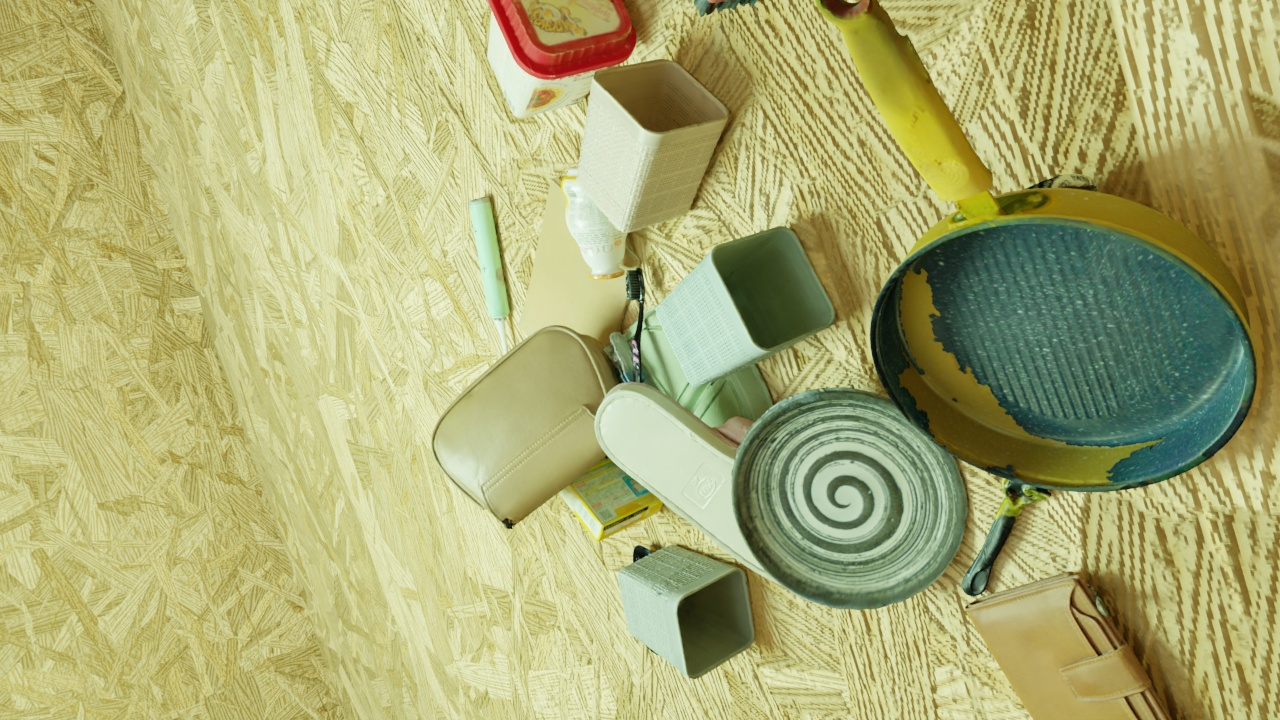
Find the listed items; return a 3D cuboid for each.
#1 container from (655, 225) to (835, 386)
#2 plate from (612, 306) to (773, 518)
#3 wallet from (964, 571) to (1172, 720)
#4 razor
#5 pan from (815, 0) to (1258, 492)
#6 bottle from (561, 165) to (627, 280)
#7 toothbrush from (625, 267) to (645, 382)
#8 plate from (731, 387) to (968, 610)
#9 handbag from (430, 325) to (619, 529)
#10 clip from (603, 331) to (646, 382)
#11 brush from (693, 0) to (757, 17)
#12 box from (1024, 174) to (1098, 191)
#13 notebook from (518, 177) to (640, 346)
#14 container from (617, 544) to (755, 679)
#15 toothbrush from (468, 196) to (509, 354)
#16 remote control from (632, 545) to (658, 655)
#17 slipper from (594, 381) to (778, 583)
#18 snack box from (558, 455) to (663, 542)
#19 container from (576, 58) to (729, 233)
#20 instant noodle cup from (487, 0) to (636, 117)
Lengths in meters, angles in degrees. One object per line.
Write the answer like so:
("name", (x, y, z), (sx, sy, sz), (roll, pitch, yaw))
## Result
("container", (0.079, -0.038, 0.744), (0.112, 0.090, 0.090), (-39, 75, 57))
("plate", (0.044, 0.058, 0.889), (0.230, 0.027, 0.230), (29, 129, 43))
("wallet", (0.299, 0.211, 0.622), (0.130, 0.035, 0.119), (61, 150, 12))
("razor", (0.255, 0.117, 0.641), (0.042, 0.022, 0.143), (10, 129, 2))
("pan", (0.185, -0.055, 0.477), (0.198, 0.078, 0.357), (-9, 124, 42))
("bottle", (-0.039, -0.132, 0.874), (0.063, 0.063, 0.108), (14, 117, 50))
("toothbrush", (-0.005, 0.005, 0.869), (0.014, 0.017, 0.189), (170, 102, -65))
("plate", (0.158, 0.106, 0.711), (0.180, 0.024, 0.179), (5, 104, 20))
("handbag", (-0.105, 0.066, 0.935), (0.205, 0.099, 0.147), (-38, 68, 14))
("clip", (-0.015, -0.002, 0.895), (0.057, 0.024, 0.028), (60, 141, 25))
("brush", (0.048, -0.329, 0.664), (0.145, 0.063, 0.069), (66, 157, 9))
("box", (0.223, -0.040, 0.558), (0.085, 0.075, 0.162), (62, 143, 19))
("notebook", (-0.072, -0.069, 0.995), (0.149, 0.012, 0.212), (47, 139, 28))
("container", (0.042, 0.248, 0.933), (0.114, 0.090, 0.090), (11, 115, 54))
("toothbrush", (-0.176, -0.086, 1.113), (0.027, 0.026, 0.225), (3, 110, 30))
("remote control", (0.016, 0.267, 1.031), (0.053, 0.024, 0.136), (20, 120, 49))
("slipper", (0.083, 0.105, 0.792), (0.274, 0.054, 0.114), (30, 122, 12))
("snack box", (-0.049, 0.122, 0.993), (0.140, 0.086, 0.034), (48, 139, 27))
("container", (0.004, -0.178, 0.776), (0.090, 0.090, 0.111), (50, 143, 26))
("instant noodle cup", (-0.082, -0.288, 0.824), (0.116, 0.116, 0.124), (66, 156, 7))
